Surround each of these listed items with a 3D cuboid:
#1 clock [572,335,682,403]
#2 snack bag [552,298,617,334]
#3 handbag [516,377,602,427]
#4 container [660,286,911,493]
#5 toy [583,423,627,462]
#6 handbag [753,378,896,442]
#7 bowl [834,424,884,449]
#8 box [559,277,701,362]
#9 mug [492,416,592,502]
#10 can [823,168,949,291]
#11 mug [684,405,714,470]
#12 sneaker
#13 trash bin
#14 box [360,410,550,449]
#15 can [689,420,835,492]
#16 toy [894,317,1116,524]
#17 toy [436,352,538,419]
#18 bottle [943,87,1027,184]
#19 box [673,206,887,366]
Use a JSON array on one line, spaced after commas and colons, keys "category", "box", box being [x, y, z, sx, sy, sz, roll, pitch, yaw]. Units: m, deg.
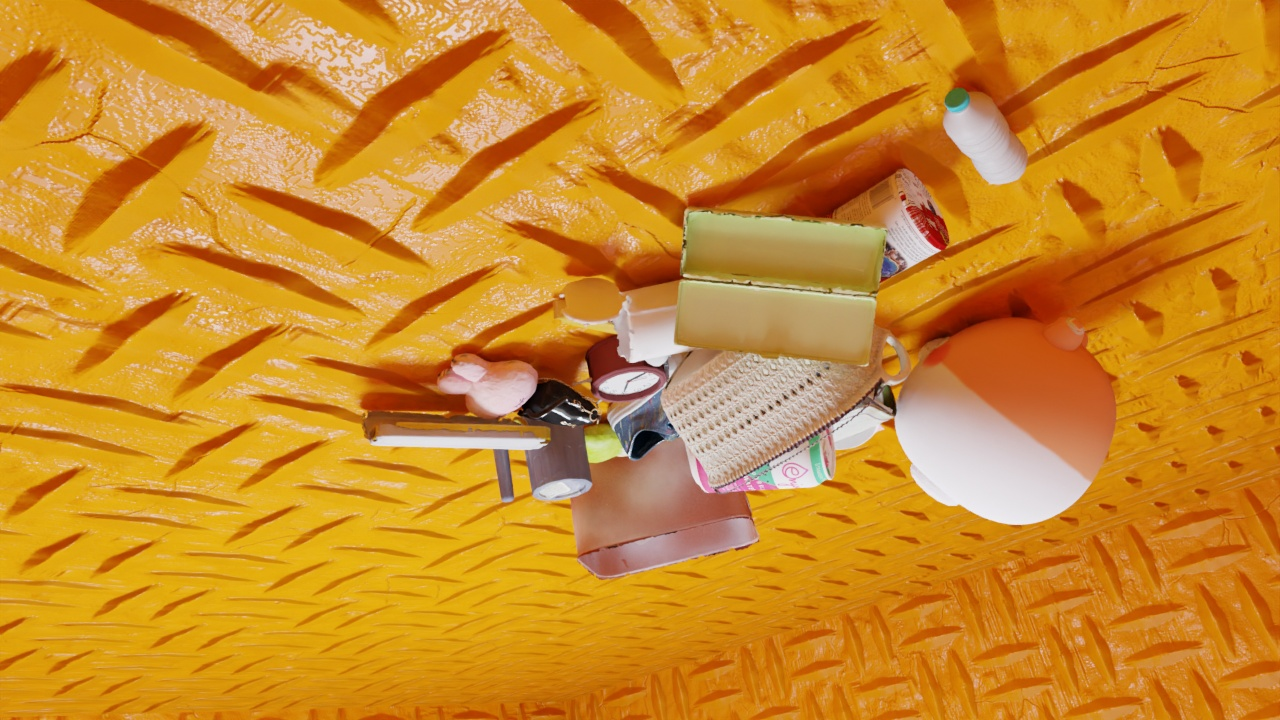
[{"category": "clock", "box": [-0.006, 0.006, 1.080, 0.138, 0.048, 0.096, -18, 153, 15]}, {"category": "snack bag", "box": [-0.051, -0.047, 0.984, 0.099, 0.026, 0.020, 11, 146, -36]}, {"category": "handbag", "box": [-0.096, 0.057, 1.091, 0.079, 0.054, 0.129, 25, 167, -17]}, {"category": "container", "box": [0.142, 0.020, 0.980, 0.252, 0.143, 0.184, -37, -172, 33]}, {"category": "toy", "box": [-0.037, 0.114, 1.284, 0.117, 0.043, 0.092, -3, 154, -22]}, {"category": "handbag", "box": [0.213, 0.063, 1.195, 0.199, 0.096, 0.142, -28, 131, 31]}, {"category": "bowl", "box": [0.274, 0.067, 1.285, 0.115, 0.050, 0.115, 8, 131, 9]}, {"category": "box", "box": [-0.003, -0.044, 0.948, 0.165, 0.084, 0.095, -13, 142, -12]}, {"category": "mug", "box": [-0.130, 0.125, 1.199, 0.124, 0.104, 0.084, -11, 155, -2]}, {"category": "can", "box": [0.225, -0.118, 0.889, 0.117, 0.086, 0.086, -30, 148, 33]}, {"category": "mug", "box": [0.088, 0.101, 1.256, 0.074, 0.090, 0.110, -23, 151, 21]}, {"category": "sneaker", "box": [0.048, 0.055, 1.163, 0.087, 0.079, 0.236, 15, 143, -43]}, {"category": "trash bin", "box": [0.033, 0.214, 1.384, 0.260, 0.157, 0.181, -14, 153, 7]}, {"category": "box", "box": [-0.220, 0.084, 1.094, 0.209, 0.045, 0.128, 3, -176, -26]}, {"category": "can", "box": [0.149, 0.114, 1.125, 0.166, 0.088, 0.088, -7, 157, 23]}, {"category": "toy", "box": [0.469, 0.066, 1.182, 0.281, 0.266, 0.262, -54, 155, 14]}, {"category": "toy", "box": [-0.178, 0.027, 1.054, 0.105, 0.053, 0.109, 25, 139, -29]}, {"category": "bottle", "box": [0.302, -0.200, 0.810, 0.044, 0.044, 0.136, -28, 149, 29]}, {"category": "box", "box": [0.128, -0.069, 0.857, 0.187, 0.138, 0.030, 5, -165, 9]}]
